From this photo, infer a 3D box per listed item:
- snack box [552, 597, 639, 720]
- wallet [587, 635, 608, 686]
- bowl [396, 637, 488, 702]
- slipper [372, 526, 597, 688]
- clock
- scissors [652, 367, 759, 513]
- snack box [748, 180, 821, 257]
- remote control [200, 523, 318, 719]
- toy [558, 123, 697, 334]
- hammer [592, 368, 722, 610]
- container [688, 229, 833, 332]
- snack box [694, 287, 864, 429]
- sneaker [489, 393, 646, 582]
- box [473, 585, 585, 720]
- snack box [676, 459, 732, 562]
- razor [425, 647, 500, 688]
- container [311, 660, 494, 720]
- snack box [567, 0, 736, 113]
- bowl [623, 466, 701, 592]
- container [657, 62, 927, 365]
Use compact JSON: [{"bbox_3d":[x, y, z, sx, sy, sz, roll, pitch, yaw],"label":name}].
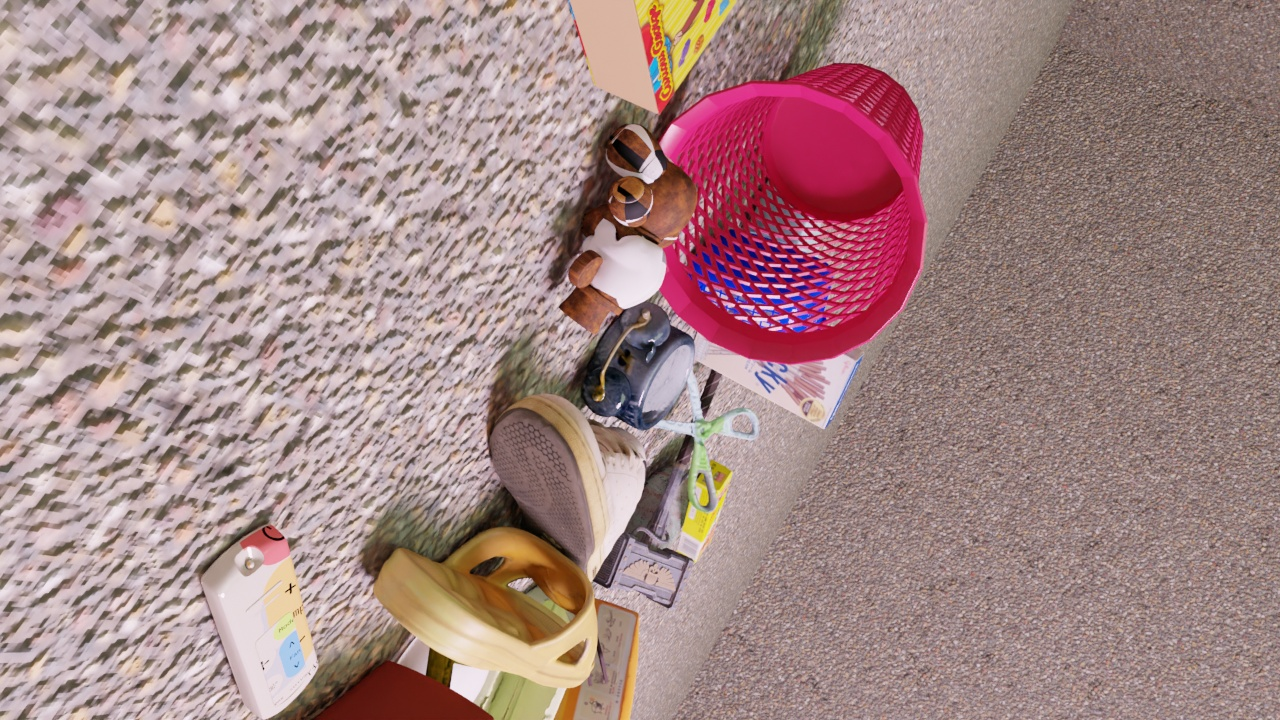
[{"bbox_3d":[-0.057,0.358,0.901,0.194,0.080,0.145,-76,-173,-54],"label":"snack box"},{"bbox_3d":[-0.050,0.231,0.842,0.092,0.018,0.115,89,-11,-57],"label":"wallet"},{"bbox_3d":[-0.141,0.234,0.667,0.109,0.040,0.110,-52,160,-27],"label":"bowl"},{"bbox_3d":[-0.084,0.156,0.612,0.078,0.099,0.263,-54,157,-8],"label":"slipper"},{"bbox_3d":[-0.004,0.004,0.684,0.090,0.052,0.129,-60,158,-2],"label":"clock"},{"bbox_3d":[0.061,0.065,0.893,0.168,0.023,0.171,-21,112,-33],"label":"scissors"},{"bbox_3d":[0.142,-0.110,0.897,0.175,0.053,0.074,69,44,-69],"label":"snack box"},{"bbox_3d":[-0.179,0.127,0.436,0.038,0.018,0.126,-45,155,-42],"label":"remote control"},{"bbox_3d":[-0.009,-0.072,0.541,0.112,0.067,0.087,-53,163,4],"label":"toy"},{"bbox_3d":[0.050,0.080,0.918,0.098,0.044,0.321,29,79,-38],"label":"hammer"},{"bbox_3d":[0.099,-0.062,0.769,0.095,0.114,0.058,-42,148,-47],"label":"container"},{"bbox_3d":[0.124,-0.006,0.858,0.026,0.150,0.082,-36,149,-52],"label":"snack box"},{"bbox_3d":[-0.035,0.079,0.641,0.102,0.089,0.242,-46,161,-24],"label":"sneaker"},{"bbox_3d":[-0.115,0.294,0.821,0.077,0.089,0.188,-72,-178,-73],"label":"box"},{"bbox_3d":[0.073,0.177,1.061,0.040,0.029,0.148,-47,158,-38],"label":"snack box"},{"bbox_3d":[-0.105,0.212,0.644,0.106,0.026,0.042,29,56,-47],"label":"razor"},{"bbox_3d":[-0.171,0.285,0.518,0.148,0.127,0.200,-68,171,20],"label":"container"},{"bbox_3d":[0.019,-0.201,0.446,0.125,0.040,0.088,-57,162,-12],"label":"snack box"},{"bbox_3d":[0.012,0.177,1.012,0.157,0.038,0.158,-52,160,-27],"label":"bowl"},{"bbox_3d":[0.125,-0.129,0.662,0.225,0.183,0.184,-50,161,-54],"label":"container"}]
